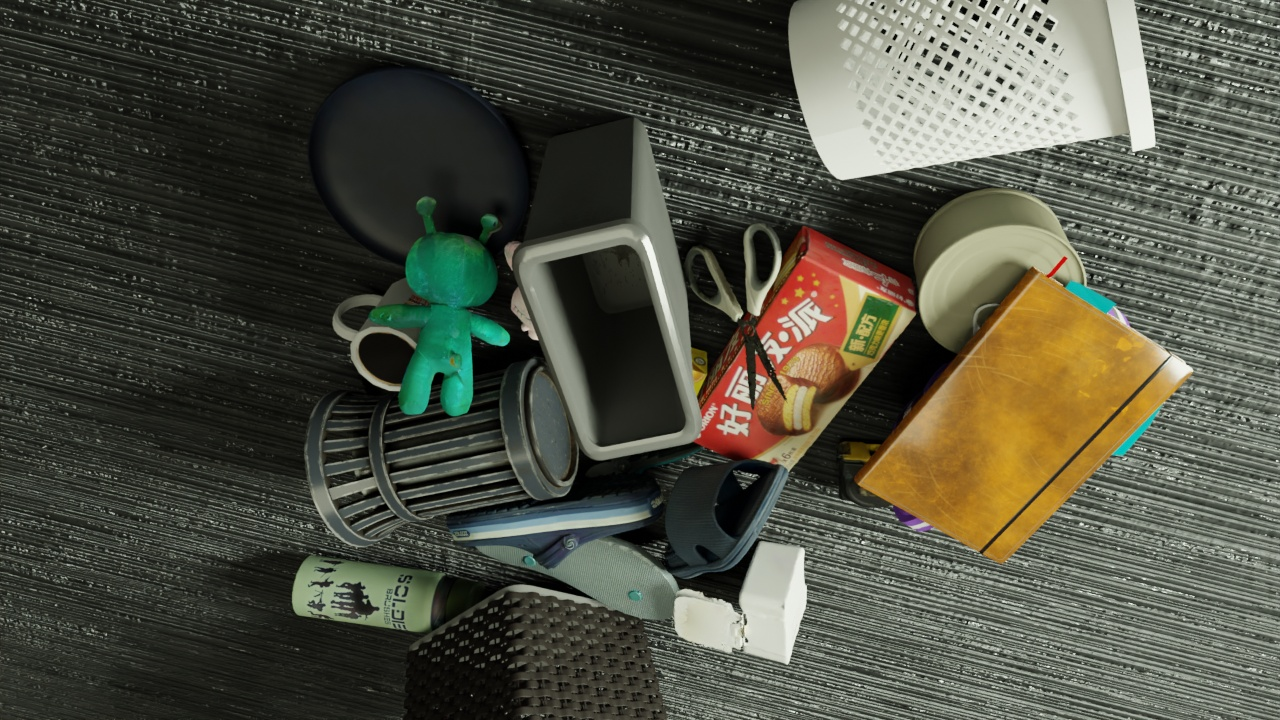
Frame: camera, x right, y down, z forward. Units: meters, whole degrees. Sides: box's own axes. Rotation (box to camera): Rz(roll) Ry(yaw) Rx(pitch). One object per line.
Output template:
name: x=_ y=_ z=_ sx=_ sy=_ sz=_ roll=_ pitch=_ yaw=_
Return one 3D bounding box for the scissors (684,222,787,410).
scissors: x=0.089 y=-0.046 z=0.812 sx=0.162 sy=0.012 sz=0.158 roll=34 pitch=121 yaw=33

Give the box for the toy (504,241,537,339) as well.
toy: x=-0.091 y=-0.062 z=0.849 sx=0.063 sy=0.047 sz=0.110 roll=-1 pitch=124 yaw=5

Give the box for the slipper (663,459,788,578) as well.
slipper: x=0.060 y=0.159 z=0.929 sx=0.082 sy=0.101 sz=0.264 roll=30 pitch=151 yaw=-4

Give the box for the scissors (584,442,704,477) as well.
scissors: x=0.005 y=0.098 z=0.983 sx=0.124 sy=0.019 sz=0.157 roll=12 pitch=129 yaw=3

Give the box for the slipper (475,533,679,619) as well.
slipper: x=-0.072 y=0.220 z=1.075 sx=0.269 sy=0.054 sz=0.098 roll=18 pitch=125 yaw=11

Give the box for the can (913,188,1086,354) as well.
can: x=0.296 y=-0.073 z=0.770 sx=0.128 sy=0.073 sz=0.128 roll=5 pitch=126 yaw=7

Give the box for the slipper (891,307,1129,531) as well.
slipper: x=0.300 y=0.033 z=0.828 sx=0.084 sy=0.107 sz=0.267 roll=31 pitch=119 yaw=-14

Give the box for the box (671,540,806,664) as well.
box: x=0.107 y=0.275 z=1.034 sx=0.137 sy=0.128 sz=0.109 roll=6 pitch=128 yaw=23

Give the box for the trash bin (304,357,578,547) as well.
trash bin: x=-0.191 y=0.088 z=0.929 sx=0.228 sy=0.163 sz=0.164 roll=-12 pitch=122 yaw=14

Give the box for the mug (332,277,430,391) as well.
mug: x=-0.242 y=-0.031 z=0.890 sx=0.105 sy=0.089 sz=0.074 roll=22 pitch=126 yaw=-6

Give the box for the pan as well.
pan: x=-0.141 y=-0.120 z=0.851 sx=0.356 sy=0.021 sz=0.199 roll=40 pitch=123 yaw=-22

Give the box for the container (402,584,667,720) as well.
container: x=-0.122 y=0.432 z=1.066 sx=0.248 sy=0.243 sz=0.245 roll=-36 pitch=138 yaw=30

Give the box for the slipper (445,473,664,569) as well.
slipper: x=-0.094 y=0.181 z=0.987 sx=0.253 sy=0.105 sz=0.095 roll=-10 pitch=102 yaw=20

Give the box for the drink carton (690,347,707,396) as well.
drink carton: x=-0.005 y=0.005 z=0.896 sx=0.134 sy=0.042 sz=0.059 roll=16 pitch=127 yaw=-9

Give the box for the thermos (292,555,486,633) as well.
thermos: x=-0.310 y=0.300 z=1.152 sx=0.231 sy=0.082 sz=0.082 roll=6 pitch=126 yaw=6

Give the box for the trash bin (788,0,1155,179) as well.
trash bin: x=0.220 y=-0.215 z=0.626 sx=0.200 sy=0.194 sz=0.195 roll=-11 pitch=123 yaw=29

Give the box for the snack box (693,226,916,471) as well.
snack box: x=0.143 y=0.000 z=0.861 sx=0.113 sy=0.060 sz=0.237 roll=26 pitch=126 yaw=-7

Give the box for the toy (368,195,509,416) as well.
toy: x=-0.172 y=-0.045 z=0.824 sx=0.130 sy=0.072 sz=0.193 roll=6 pitch=93 yaw=-29

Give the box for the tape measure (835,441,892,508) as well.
tape measure: x=0.237 y=0.118 z=0.941 sx=0.072 sy=0.042 sz=0.071 roll=-3 pitch=122 yaw=9

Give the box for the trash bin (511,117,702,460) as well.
trash bin: x=-0.020 y=-0.065 z=0.737 sx=0.098 sy=0.219 sz=0.192 roll=-12 pitch=123 yaw=8

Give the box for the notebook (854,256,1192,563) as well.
notebook: x=0.328 y=0.053 z=0.773 sx=0.178 sy=0.014 sz=0.250 roll=29 pitch=115 yaw=-10
